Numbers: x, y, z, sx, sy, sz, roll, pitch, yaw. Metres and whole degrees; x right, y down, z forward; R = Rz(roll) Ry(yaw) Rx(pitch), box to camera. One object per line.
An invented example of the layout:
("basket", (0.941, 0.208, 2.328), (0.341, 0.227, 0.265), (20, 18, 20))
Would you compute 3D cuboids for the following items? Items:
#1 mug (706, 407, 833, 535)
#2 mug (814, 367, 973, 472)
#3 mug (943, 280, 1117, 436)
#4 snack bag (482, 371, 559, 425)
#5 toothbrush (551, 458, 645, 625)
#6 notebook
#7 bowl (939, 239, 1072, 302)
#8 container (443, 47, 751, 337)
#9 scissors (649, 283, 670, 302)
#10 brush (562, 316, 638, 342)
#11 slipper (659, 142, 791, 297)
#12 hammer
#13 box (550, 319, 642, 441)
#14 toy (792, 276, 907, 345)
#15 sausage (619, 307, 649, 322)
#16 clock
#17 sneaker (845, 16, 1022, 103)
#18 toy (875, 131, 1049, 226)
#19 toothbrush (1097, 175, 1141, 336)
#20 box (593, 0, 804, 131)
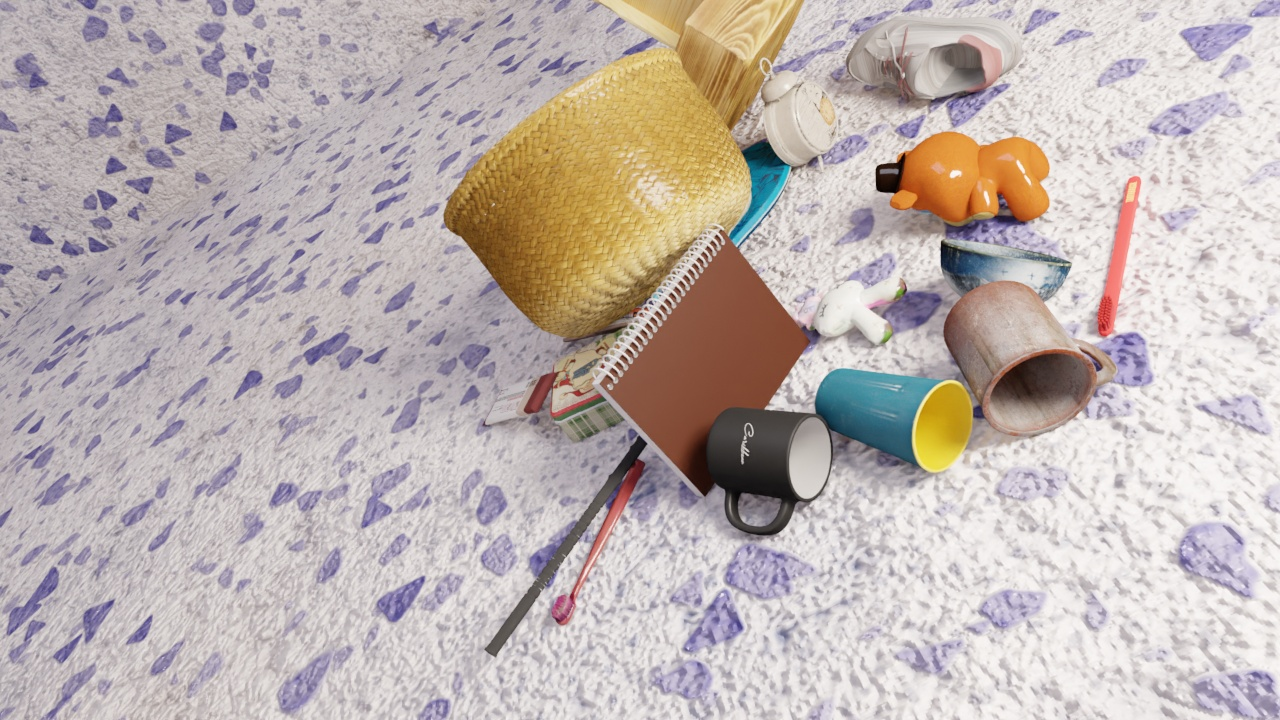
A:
("mug", (0.113, 0.101, 0.829), (0.088, 0.078, 0.113), (3, 75, 41))
("mug", (0.217, 0.045, 0.805), (0.078, 0.078, 0.121), (-48, 32, -18))
("mug", (0.328, -0.005, 0.767), (0.123, 0.096, 0.110), (0, 42, -5))
("snack bag", (-0.146, 0.048, 1.106), (0.158, 0.013, 0.056), (-17, 41, 55))
("toothbrush", (-0.040, 0.174, 0.908), (0.016, 0.016, 0.189), (1, 48, 36))
("notebook", (0.064, -0.003, 0.897), (0.208, 0.171, 0.022), (-52, 25, -23))
("bowl", (0.329, -0.073, 0.845), (0.114, 0.061, 0.114), (9, 14, -2))
("container", (-0.036, -0.165, 1.010), (0.307, 0.196, 0.307), (-35, -4, -3))
("scissors", (0.002, -0.098, 1.163), (0.142, 0.015, 0.075), (-6, 64, 35))
("brush", (-0.048, -0.040, 1.146), (0.136, 0.015, 0.049), (-11, -4, 42))
("slipper", (0.104, -0.196, 1.189), (0.118, 0.060, 0.294), (13, 59, 42))
("hammer", (-0.043, 0.153, 0.901), (0.095, 0.015, 0.324), (26, 63, 23))
("box", (-0.006, 0.006, 1.051), (0.206, 0.051, 0.117), (-23, 37, 15))
("toy", (0.213, -0.053, 0.951), (0.123, 0.038, 0.079), (0, 55, 43))
("sausage", (-0.037, -0.057, 1.175), (0.156, 0.020, 0.020), (1, 48, 40))
("clock", (0.201, -0.323, 1.176), (0.061, 0.157, 0.103), (-11, 41, 46))
("sneaker", (0.352, -0.378, 1.167), (0.236, 0.099, 0.089), (11, 41, 44))
("toy", (0.338, -0.194, 0.967), (0.176, 0.096, 0.111), (13, 51, 12))
("toothbrush", (0.440, -0.104, 0.841), (0.012, 0.018, 0.212), (-1, 47, 39))
("box", (0.034, -0.488, 1.275), (0.285, 0.336, 0.280), (-54, -5, -28))
